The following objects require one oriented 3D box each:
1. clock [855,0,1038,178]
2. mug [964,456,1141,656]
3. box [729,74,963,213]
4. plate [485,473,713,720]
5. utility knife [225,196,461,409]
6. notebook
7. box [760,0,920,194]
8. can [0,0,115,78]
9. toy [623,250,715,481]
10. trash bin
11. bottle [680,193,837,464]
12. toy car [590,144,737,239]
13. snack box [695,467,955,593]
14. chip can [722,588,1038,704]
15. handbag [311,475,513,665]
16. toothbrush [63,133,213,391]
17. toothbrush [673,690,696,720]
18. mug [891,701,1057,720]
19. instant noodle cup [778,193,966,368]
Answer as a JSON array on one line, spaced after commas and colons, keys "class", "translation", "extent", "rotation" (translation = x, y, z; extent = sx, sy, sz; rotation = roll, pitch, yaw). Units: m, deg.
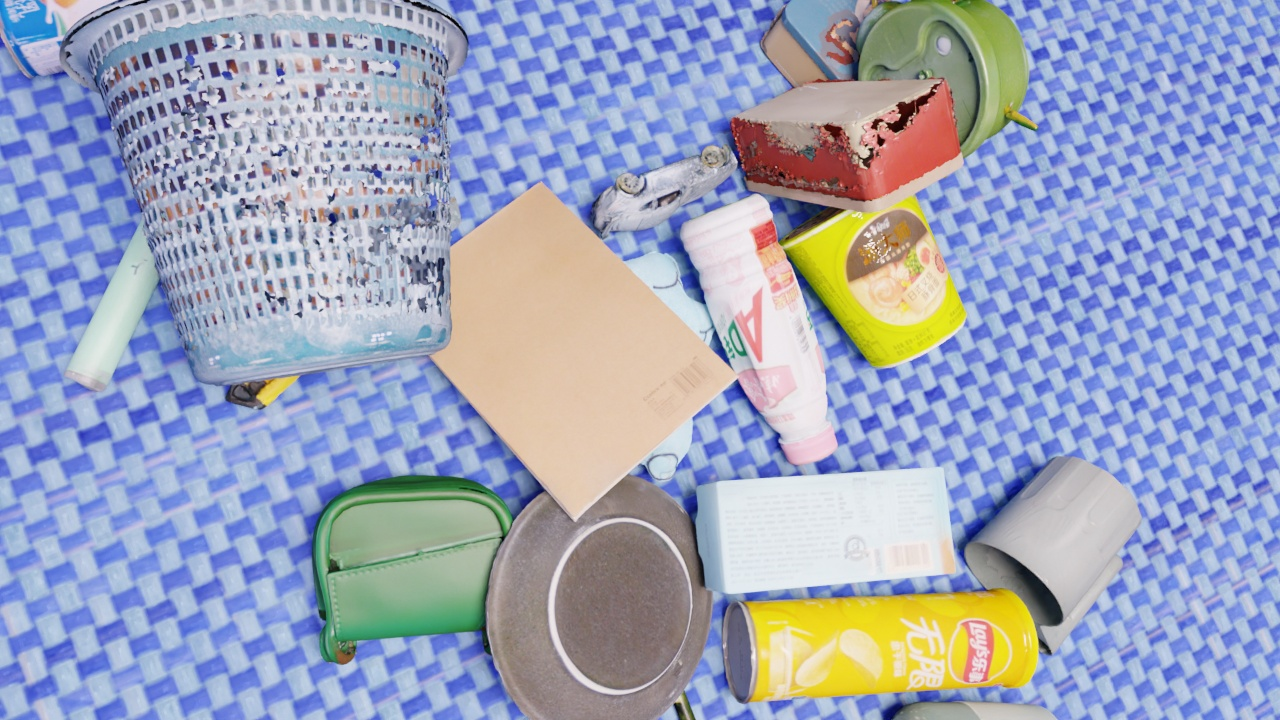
[{"class": "clock", "translation": [0.209, -0.216, 0.655], "extent": [0.056, 0.116, 0.161], "rotation": [-25, 91, -26]}, {"class": "mug", "translation": [0.320, 0.149, 0.701], "extent": [0.103, 0.084, 0.124], "rotation": [-41, 117, -17]}, {"class": "box", "translation": [0.137, -0.164, 0.654], "extent": [0.091, 0.168, 0.077], "rotation": [-29, 115, -16]}, {"class": "plate", "translation": [-0.017, 0.162, 0.610], "extent": [0.179, 0.024, 0.179], "rotation": [7, 78, -35]}, {"class": "utility knife", "translation": [-0.204, -0.043, 0.646], "extent": [0.033, 0.015, 0.214], "rotation": [45, 74, -4]}, {"class": "notebook", "translation": [-0.058, -0.015, 0.635], "extent": [0.149, 0.012, 0.211], "rotation": [-40, 73, -16]}, {"class": "box", "translation": [0.188, -0.223, 0.739], "extent": [0.089, 0.061, 0.184], "rotation": [-43, 90, -15]}, {"class": "can", "translation": [-0.358, -0.236, 0.627], "extent": [0.134, 0.053, 0.053], "rotation": [-20, 85, -15]}, {"class": "toy", "translation": [-0.004, 0.004, 0.664], "extent": [0.156, 0.050, 0.161], "rotation": [-35, 90, -22]}, {"class": "trash bin", "translation": [-0.204, -0.090, 0.553], "extent": [0.226, 0.227, 0.195], "rotation": [-9, 92, -14]}, {"class": "bottle", "translation": [0.093, -0.020, 0.675], "extent": [0.068, 0.068, 0.197], "rotation": [-24, 98, -15]}, {"class": "toy car", "translation": [0.019, -0.126, 0.689], "extent": [0.120, 0.054, 0.037], "rotation": [-25, 83, -16]}, {"class": "snack box", "translation": [0.129, 0.117, 0.641], "extent": [0.174, 0.052, 0.074], "rotation": [-2, 80, -13]}, {"class": "chip can", "translation": [0.170, 0.202, 0.655], "extent": [0.213, 0.072, 0.072], "rotation": [1, 80, -12]}, {"class": "handbag", "translation": [-0.149, 0.137, 0.606], "extent": [0.131, 0.068, 0.120], "rotation": [0, 88, -13]}, {"class": "toothbrush", "translation": [-0.327, -0.085, 0.622], "extent": [0.027, 0.026, 0.224], "rotation": [22, 76, -12]}, {"class": "toothbrush", "translation": [0.023, 0.237, 0.649], "extent": [0.017, 0.012, 0.186], "rotation": [-21, 86, -9]}, {"class": "mug", "translation": [0.233, 0.298, 0.655], "extent": [0.106, 0.082, 0.112], "rotation": [5, 111, -12]}, {"class": "instant noodle cup", "translation": [0.182, -0.064, 0.692], "extent": [0.111, 0.112, 0.123], "rotation": [-34, 96, -16]}]
